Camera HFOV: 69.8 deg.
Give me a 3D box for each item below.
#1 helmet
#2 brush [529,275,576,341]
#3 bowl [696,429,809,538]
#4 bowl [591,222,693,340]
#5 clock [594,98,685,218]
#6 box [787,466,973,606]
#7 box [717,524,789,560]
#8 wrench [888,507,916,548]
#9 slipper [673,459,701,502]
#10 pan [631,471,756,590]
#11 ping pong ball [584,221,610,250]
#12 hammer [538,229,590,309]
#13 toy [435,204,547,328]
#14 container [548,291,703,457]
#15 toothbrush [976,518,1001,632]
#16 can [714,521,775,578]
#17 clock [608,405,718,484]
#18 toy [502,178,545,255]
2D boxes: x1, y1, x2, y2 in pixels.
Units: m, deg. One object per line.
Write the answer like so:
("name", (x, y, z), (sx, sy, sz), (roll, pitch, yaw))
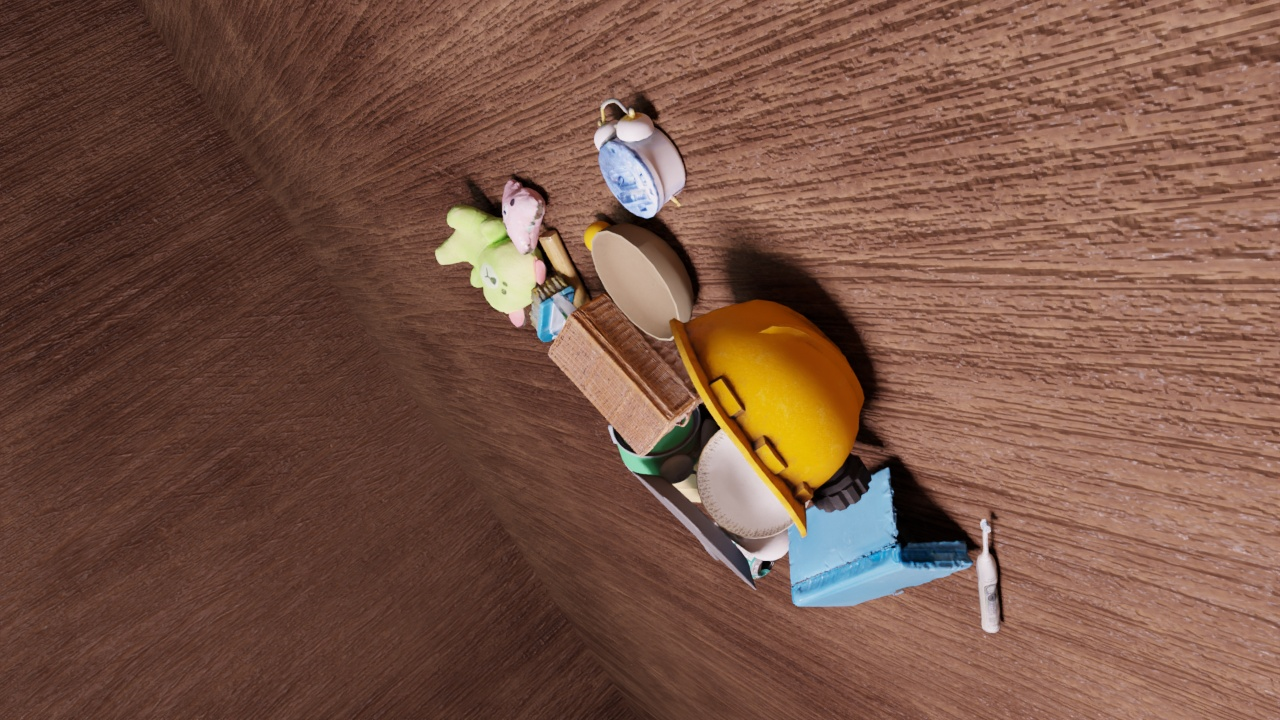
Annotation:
("helmet", (0.146, 0.035, 0.903), (0.255, 0.131, 0.205), (54, -170, -22))
("brush", (-0.121, -0.058, 1.322), (0.075, 0.055, 0.136), (52, 159, 14))
("bowl", (0.147, 0.143, 1.127), (0.145, 0.145, 0.063), (44, -165, 19))
("bowl", (0.011, -0.099, 1.075), (0.152, 0.050, 0.152), (42, 157, 23))
("clock", (-0.005, -0.207, 0.935), (0.089, 0.051, 0.125), (10, 134, 60))
("box", (0.255, 0.201, 1.027), (0.232, 0.094, 0.112), (128, 143, -60))
("box", (0.155, 0.182, 1.213), (0.084, 0.136, 0.147), (22, 168, 44))
("wrench", (0.219, 0.114, 1.045), (0.273, 0.018, 0.073), (51, 159, 7))
("slipper", (0.067, 0.166, 1.353), (0.262, 0.079, 0.111), (12, 140, 59))
("pan", (0.084, 0.228, 1.221), (0.216, 0.024, 0.355), (42, 172, 22))
("ping pong ball", (-0.049, -0.151, 1.128), (0.040, 0.040, 0.040), (42, 157, 23))
("hammer", (-0.067, -0.044, 1.352), (0.132, 0.033, 0.331), (21, 143, 54))
("toy", (-0.212, -0.151, 1.389), (0.197, 0.107, 0.151), (38, 133, 10))
("container", (-0.007, 0.007, 1.173), (0.198, 0.112, 0.114), (48, 148, 9))
("toothbrush", (0.353, 0.217, 0.931), (0.024, 0.022, 0.186), (-97, -10, -50))
("can", (0.153, 0.282, 1.389), (0.102, 0.054, 0.055), (33, 152, 40))
("clock", (0.040, 0.105, 1.250), (0.162, 0.121, 0.075), (28, 150, 35))
("toy", (-0.164, -0.206, 1.257), (0.096, 0.052, 0.099), (58, 146, 28))
